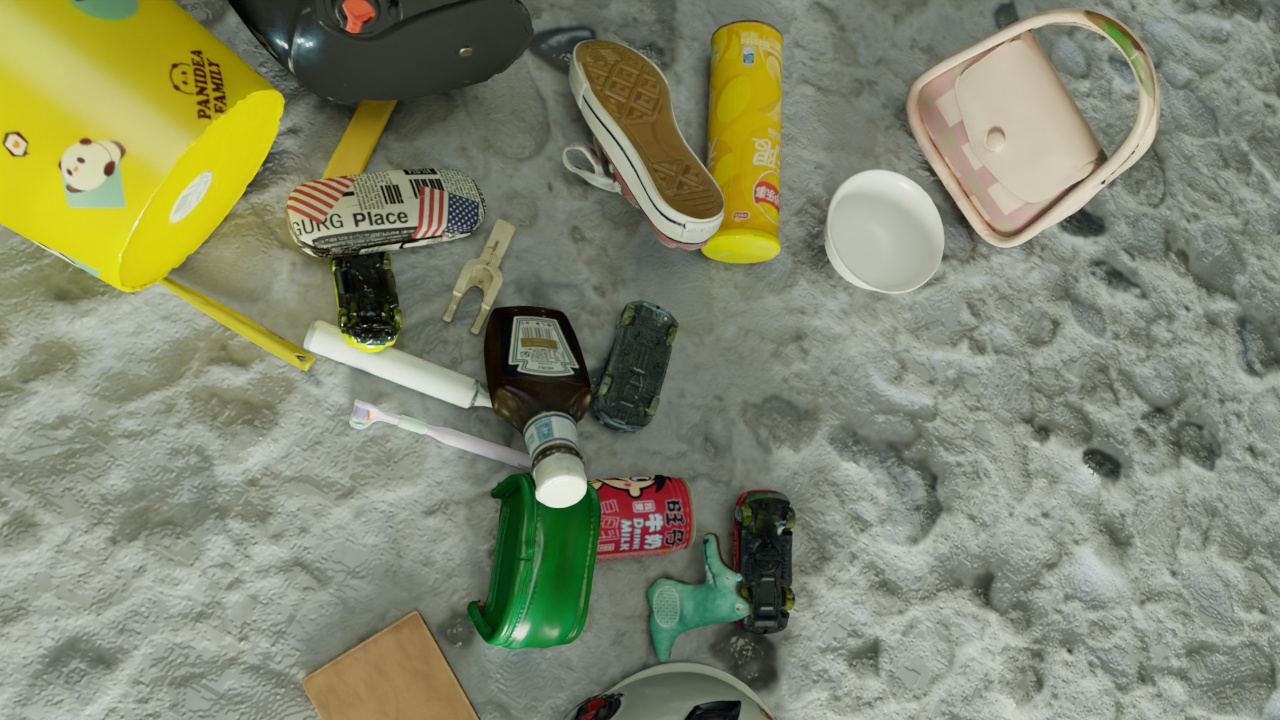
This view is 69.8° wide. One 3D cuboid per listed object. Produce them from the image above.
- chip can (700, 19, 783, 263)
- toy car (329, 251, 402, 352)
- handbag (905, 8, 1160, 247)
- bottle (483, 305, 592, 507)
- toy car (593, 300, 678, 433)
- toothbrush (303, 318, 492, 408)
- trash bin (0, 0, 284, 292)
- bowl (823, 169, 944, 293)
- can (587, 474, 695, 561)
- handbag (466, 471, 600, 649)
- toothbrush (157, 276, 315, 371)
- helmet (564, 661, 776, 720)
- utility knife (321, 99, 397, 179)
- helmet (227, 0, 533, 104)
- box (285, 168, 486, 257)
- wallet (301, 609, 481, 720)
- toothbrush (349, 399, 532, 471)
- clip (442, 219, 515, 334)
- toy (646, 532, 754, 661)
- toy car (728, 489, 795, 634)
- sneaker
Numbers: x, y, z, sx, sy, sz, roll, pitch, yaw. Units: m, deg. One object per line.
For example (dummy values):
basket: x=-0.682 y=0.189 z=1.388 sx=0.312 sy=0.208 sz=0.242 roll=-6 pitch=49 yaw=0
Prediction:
chip can: x=0.096 y=-0.200 z=0.846 sx=0.072 sy=0.072 sz=0.213 roll=7 pitch=77 yaw=-14
toy car: x=-0.224 y=-0.053 z=0.744 sx=0.048 sy=0.032 sz=0.105 roll=-3 pitch=57 yaw=-26
handbag: x=0.368 y=-0.225 z=0.837 sx=0.093 sy=0.235 sz=0.193 roll=-30 pitch=88 yaw=-20
bottle: x=-0.076 y=0.030 z=0.710 sx=0.079 sy=0.044 sz=0.194 roll=2 pitch=39 yaw=-19
toy car: x=-0.005 y=0.005 z=0.798 sx=0.054 sy=0.037 sz=0.120 roll=21 pitch=64 yaw=-9
toothbrush: x=-0.165 y=0.017 z=0.756 sx=0.221 sy=0.026 sz=0.027 roll=21 pitch=115 yaw=-10
trash bin: x=-0.414 y=-0.194 z=0.638 sx=0.255 sy=0.230 sz=0.229 roll=36 pitch=72 yaw=-12
bowl: x=0.216 y=-0.113 z=0.863 sx=0.118 sy=0.065 sz=0.118 roll=3 pitch=79 yaw=-15
can: x=-0.007 y=0.129 z=0.754 sx=0.093 sy=0.067 sz=0.066 roll=-2 pitch=79 yaw=-15
handbag: x=-0.089 y=0.151 z=0.702 sx=0.068 sy=0.120 sz=0.131 roll=14 pitch=75 yaw=-31
toothbrush: x=-0.345 y=-0.046 z=0.725 sx=0.190 sy=0.017 sz=0.015 roll=31 pitch=75 yaw=-7
helmet: x=0.026 y=0.362 z=0.670 sx=0.230 sy=0.157 sz=0.273 roll=47 pitch=72 yaw=-3
utility knife: x=-0.242 y=-0.174 z=0.780 sx=0.033 sy=0.015 sz=0.156 roll=26 pitch=73 yaw=-16
helmet: x=-0.210 y=-0.320 z=0.689 sx=0.230 sy=0.275 sz=0.233 roll=-17 pitch=68 yaw=9
box: x=-0.208 y=-0.122 z=0.759 sx=0.164 sy=0.052 sz=0.069 roll=-11 pitch=87 yaw=-28
wallet: x=-0.187 y=0.267 z=0.705 sx=0.101 sy=0.020 sz=0.115 roll=-28 pitch=85 yaw=-18
toothbrush: x=-0.144 y=0.069 z=0.755 sx=0.189 sy=0.029 sz=0.021 roll=18 pitch=37 yaw=-12
clip: x=-0.129 y=-0.074 z=0.765 sx=0.035 sy=0.095 sz=0.102 roll=26 pitch=85 yaw=-9
toy: x=0.047 y=0.195 z=0.761 sx=0.092 sy=0.030 sz=0.096 roll=-14 pitch=70 yaw=18
toy car: x=0.102 y=0.171 z=0.786 sx=0.053 sy=0.045 sz=0.120 roll=6 pitch=83 yaw=-15
sneaker: x=-0.006 y=-0.182 z=0.809 sx=0.118 sy=0.088 sz=0.241 roll=-11 pitch=60 yaw=-29
